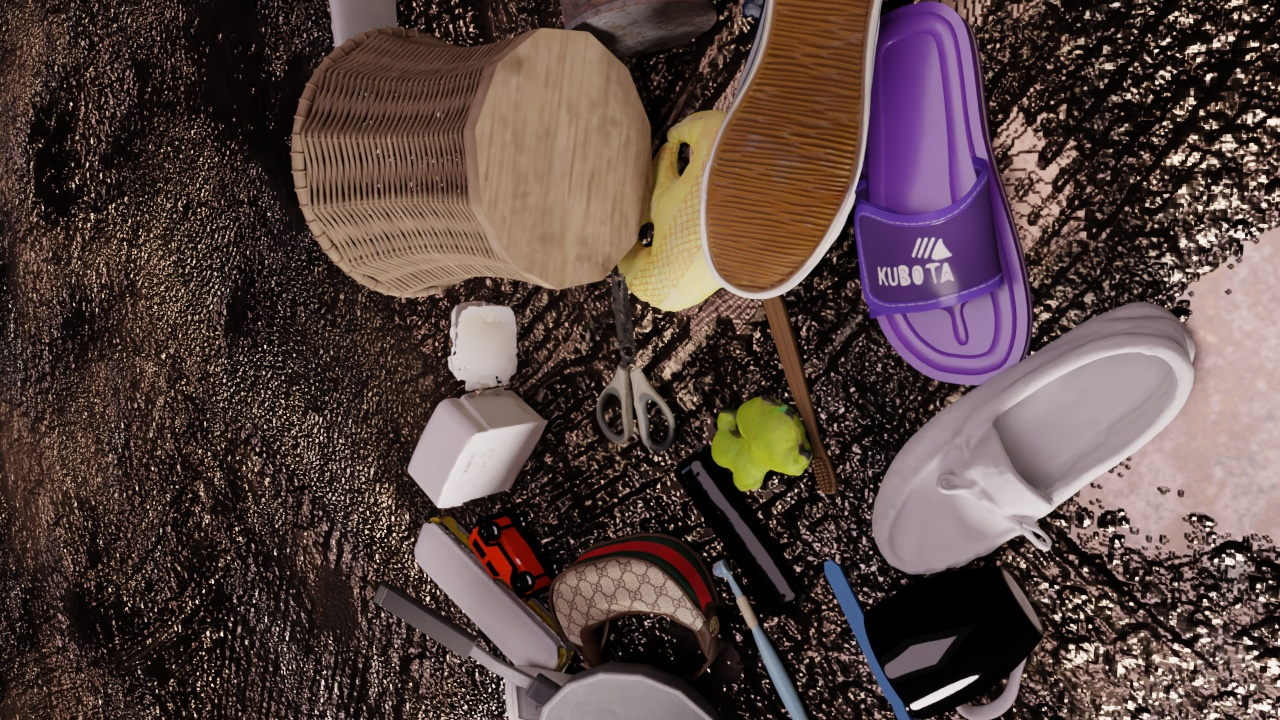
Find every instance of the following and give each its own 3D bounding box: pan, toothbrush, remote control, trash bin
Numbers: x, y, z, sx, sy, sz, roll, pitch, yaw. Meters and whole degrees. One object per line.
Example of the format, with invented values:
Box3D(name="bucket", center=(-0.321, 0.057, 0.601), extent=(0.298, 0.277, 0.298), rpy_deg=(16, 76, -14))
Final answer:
Box3D(name="pan", center=(-0.080, 0.295, 0.813), extent=(0.357, 0.041, 0.179), rpy_deg=(31, 111, 4))
Box3D(name="toothbrush", center=(0.126, 0.025, 0.726), extent=(0.016, 0.016, 0.167), rpy_deg=(-19, 84, 33))
Box3D(name="remote control", center=(-0.062, 0.325, 0.860), extent=(0.139, 0.025, 0.060), rpy_deg=(4, 107, 18))
Box3D(name="trash bin", center=(-0.017, -0.360, 0.711), extent=(0.131, 0.130, 0.211), rpy_deg=(-8, 93, 34))
Box3D(name="toothbrush", center=(0.186, 0.233, 0.713), extent=(0.016, 0.014, 0.166), rpy_deg=(-34, 72, 32))
Box3D(name="remote control", center=(0.080, 0.143, 0.767), extent=(0.041, 0.020, 0.152), rpy_deg=(-44, 73, 31))
Box3D(name="toothbrush", center=(0.101, 0.238, 0.766), extent=(0.155, 0.016, 0.022), rpy_deg=(62, 154, 13))

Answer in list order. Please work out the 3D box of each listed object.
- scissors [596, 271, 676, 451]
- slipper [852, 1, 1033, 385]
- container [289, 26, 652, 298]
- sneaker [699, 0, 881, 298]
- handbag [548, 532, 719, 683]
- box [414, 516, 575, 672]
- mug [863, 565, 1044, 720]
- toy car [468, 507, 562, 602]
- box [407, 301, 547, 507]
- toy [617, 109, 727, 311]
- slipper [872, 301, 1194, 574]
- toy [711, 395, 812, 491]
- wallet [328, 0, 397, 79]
Box3D(name="scissors", center=(-0.019, 0.005, 0.796), extent=(0.132, 0.012, 0.169), rpy_deg=(-26, 98, 40))
Box3D(name="slipper", center=(0.191, -0.111, 0.624), extent=(0.107, 0.083, 0.266), rpy_deg=(-7, 91, 34))
Box3D(name="container", center=(-0.125, -0.158, 0.733), extent=(0.196, 0.226, 0.227), rpy_deg=(9, 100, 39))
Box3D(name="sneaker", center=(0.110, -0.191, 0.655), extent=(0.121, 0.127, 0.295), rpy_deg=(14, 101, 11))
Box3D(name="handbag", center=(-0.007, 0.230, 0.816), extent=(0.167, 0.063, 0.138), rpy_deg=(-20, 94, 32))
Box3D(name="box", center=(-0.150, 0.240, 0.928), extent=(0.209, 0.033, 0.064), rpy_deg=(38, 118, 25))
Box3D(name="mug", center=(0.232, 0.202, 0.645), extent=(0.100, 0.084, 0.119), rpy_deg=(-35, 106, 19))
Box3D(name="toy car", center=(-0.124, 0.191, 0.892), extent=(0.049, 0.051, 0.100), rpy_deg=(-48, 69, 25))
Box3D(name="box", center=(-0.144, 0.044, 0.855), extent=(0.083, 0.110, 0.190), rpy_deg=(23, 106, 29))
Box3D(name="toy", center=(0.047, -0.116, 0.737), extent=(0.155, 0.064, 0.171), rpy_deg=(46, 114, 37))
Box3D(name="slipper", center=(0.253, 0.064, 0.606), extent=(0.112, 0.074, 0.247), rpy_deg=(51, 120, 14))
Box3D(name="toy", center=(0.096, 0.066, 0.735), extent=(0.094, 0.036, 0.094), rpy_deg=(46, 132, 34))
Box3D(name="wallet", center=(-0.280, -0.337, 0.917), extent=(0.032, 0.086, 0.116), rpy_deg=(-2, 91, 29))
